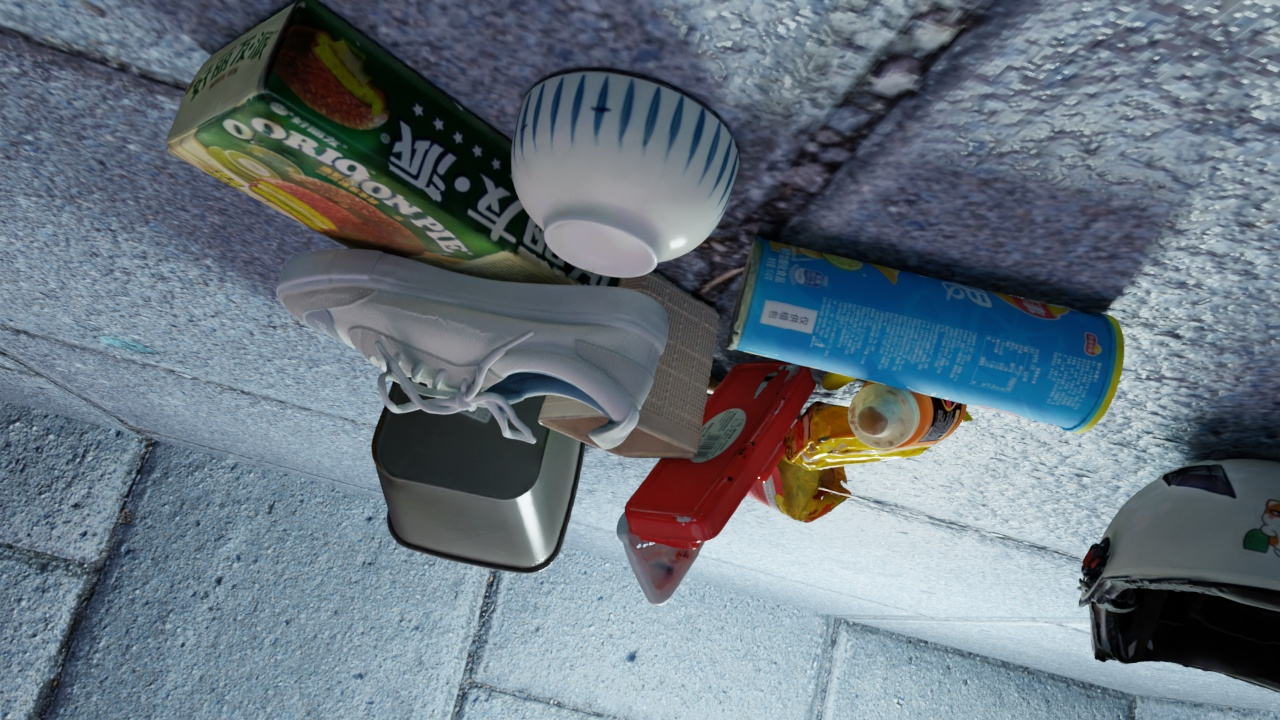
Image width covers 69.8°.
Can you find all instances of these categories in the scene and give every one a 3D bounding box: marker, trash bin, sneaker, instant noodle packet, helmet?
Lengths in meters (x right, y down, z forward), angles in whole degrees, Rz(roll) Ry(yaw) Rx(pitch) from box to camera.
[{"bbox_3d":[0.165,-0.001,0.675,0.018,0.015,0.124,16,159,-9],"label":"marker"},{"bbox_3d":[-0.161,0.086,0.924,0.199,0.198,0.220,12,155,1],"label":"trash bin"},{"bbox_3d":[-0.108,-0.003,0.536,0.242,0.090,0.089,9,162,15],"label":"sneaker"},{"bbox_3d":[0.187,0.056,0.739,0.128,0.044,0.111,-6,165,-5],"label":"instant noodle packet"},{"bbox_3d":[0.464,0.155,0.695,0.230,0.156,0.274,7,151,28],"label":"helmet"}]

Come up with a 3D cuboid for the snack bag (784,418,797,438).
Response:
[{"bbox_3d":[0.140,0.067,0.878,0.045,0.026,0.105,8,160,35],"label":"snack bag"}]

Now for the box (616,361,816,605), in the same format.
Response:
[{"bbox_3d":[0.069,0.091,0.700,0.094,0.200,0.100,-1,122,36],"label":"box"}]

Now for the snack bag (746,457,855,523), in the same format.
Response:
[{"bbox_3d":[0.105,0.105,0.897,0.128,0.073,0.208,20,172,-26],"label":"snack bag"}]

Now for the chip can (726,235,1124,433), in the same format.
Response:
[{"bbox_3d":[0.161,-0.016,0.536,0.210,0.071,0.071,13,163,3],"label":"chip can"}]

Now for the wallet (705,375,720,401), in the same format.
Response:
[{"bbox_3d":[0.016,0.018,0.798,0.107,0.037,0.129,0,168,40],"label":"wallet"}]

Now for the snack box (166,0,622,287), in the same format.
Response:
[{"bbox_3d":[-0.126,-0.094,0.525,0.115,0.063,0.240,-4,155,43],"label":"snack box"}]

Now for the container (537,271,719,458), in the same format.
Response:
[{"bbox_3d":[-0.004,0.004,0.653,0.090,0.110,0.090,27,158,-36],"label":"container"}]

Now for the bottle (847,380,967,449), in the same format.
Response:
[{"bbox_3d":[0.171,0.031,0.603,0.067,0.067,0.149,4,-174,29],"label":"bottle"}]

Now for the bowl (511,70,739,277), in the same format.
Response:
[{"bbox_3d":[-0.013,-0.084,0.465,0.116,0.066,0.116,12,162,4],"label":"bowl"}]
